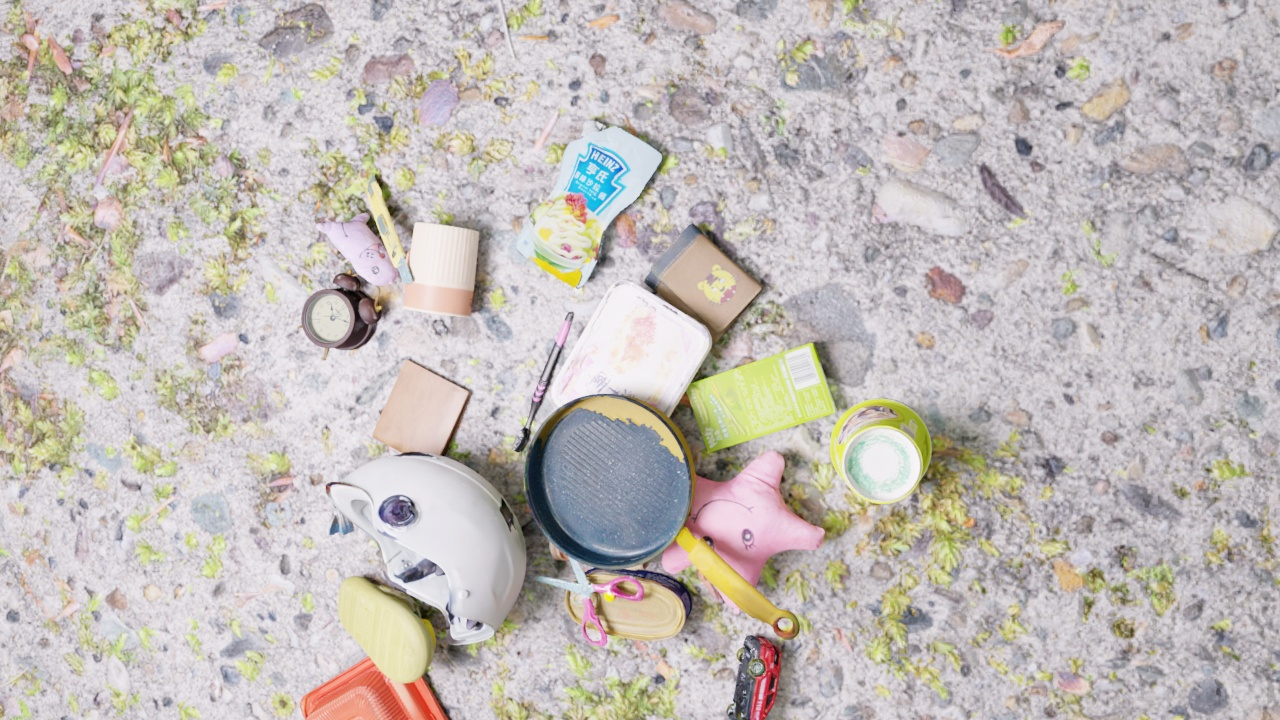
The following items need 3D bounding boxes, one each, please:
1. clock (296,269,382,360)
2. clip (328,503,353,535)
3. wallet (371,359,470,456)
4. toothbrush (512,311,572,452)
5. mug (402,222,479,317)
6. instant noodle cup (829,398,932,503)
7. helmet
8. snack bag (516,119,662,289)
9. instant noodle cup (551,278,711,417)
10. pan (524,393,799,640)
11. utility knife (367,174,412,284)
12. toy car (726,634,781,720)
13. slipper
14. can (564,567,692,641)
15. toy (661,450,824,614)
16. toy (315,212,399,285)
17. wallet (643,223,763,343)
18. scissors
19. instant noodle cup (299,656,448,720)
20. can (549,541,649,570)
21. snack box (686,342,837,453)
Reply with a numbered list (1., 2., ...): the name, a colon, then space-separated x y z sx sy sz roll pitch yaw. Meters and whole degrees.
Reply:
1. clock: -0.378 -0.062 1.172 0.122 0.055 0.082 -43 82 12
2. clip: -0.396 0.202 1.211 0.045 0.027 0.058 -6 88 22
3. wallet: -0.280 0.070 1.174 0.101 0.020 0.115 27 97 13
4. toothbrush: -0.121 0.028 1.130 0.014 0.017 0.189 24 98 14
5. mug: -0.253 -0.112 1.130 0.115 0.081 0.106 12 95 44
6. instant noodle cup: 0.256 0.102 0.979 0.112 0.123 0.111 1 94 15
7. helmet: -0.233 0.200 1.086 0.258 0.230 0.145 40 62 16
8. snack bag: -0.065 -0.189 1.092 0.110 0.038 0.191 35 101 22
9. instant noodle cup: -0.006 0.006 1.076 0.138 0.060 0.173 33 102 10
10. pan: 0.025 0.179 1.002 0.357 0.078 0.198 34 103 12
11. utility knife: -0.310 -0.160 1.135 0.031 0.020 0.188 -52 57 34
12. toy car: 0.133 0.382 1.065 0.045 0.053 0.120 12 92 -11
13. slipper: -0.314 0.331 1.170 0.191 0.081 0.092 21 107 40
14. can: -0.014 0.289 1.100 0.148 0.049 0.074 5 94 15
15. toy: 0.112 0.197 1.045 0.195 0.074 0.178 -8 82 20
16. toy: -0.343 -0.138 1.150 0.108 0.083 0.039 47 127 5
17. wallet: 0.072 -0.089 1.065 0.115 0.033 0.090 42 102 5
18. scissors: -0.062 0.277 1.077 0.133 0.017 0.131 9 100 14
19. instant noodle cup: -0.351 0.479 1.187 0.189 0.079 0.164 -34 86 12
20. can: -0.047 0.216 1.100 0.116 0.058 0.058 4 94 15
21. snack box: 0.138 0.043 1.057 0.156 0.026 0.086 -20 88 15
